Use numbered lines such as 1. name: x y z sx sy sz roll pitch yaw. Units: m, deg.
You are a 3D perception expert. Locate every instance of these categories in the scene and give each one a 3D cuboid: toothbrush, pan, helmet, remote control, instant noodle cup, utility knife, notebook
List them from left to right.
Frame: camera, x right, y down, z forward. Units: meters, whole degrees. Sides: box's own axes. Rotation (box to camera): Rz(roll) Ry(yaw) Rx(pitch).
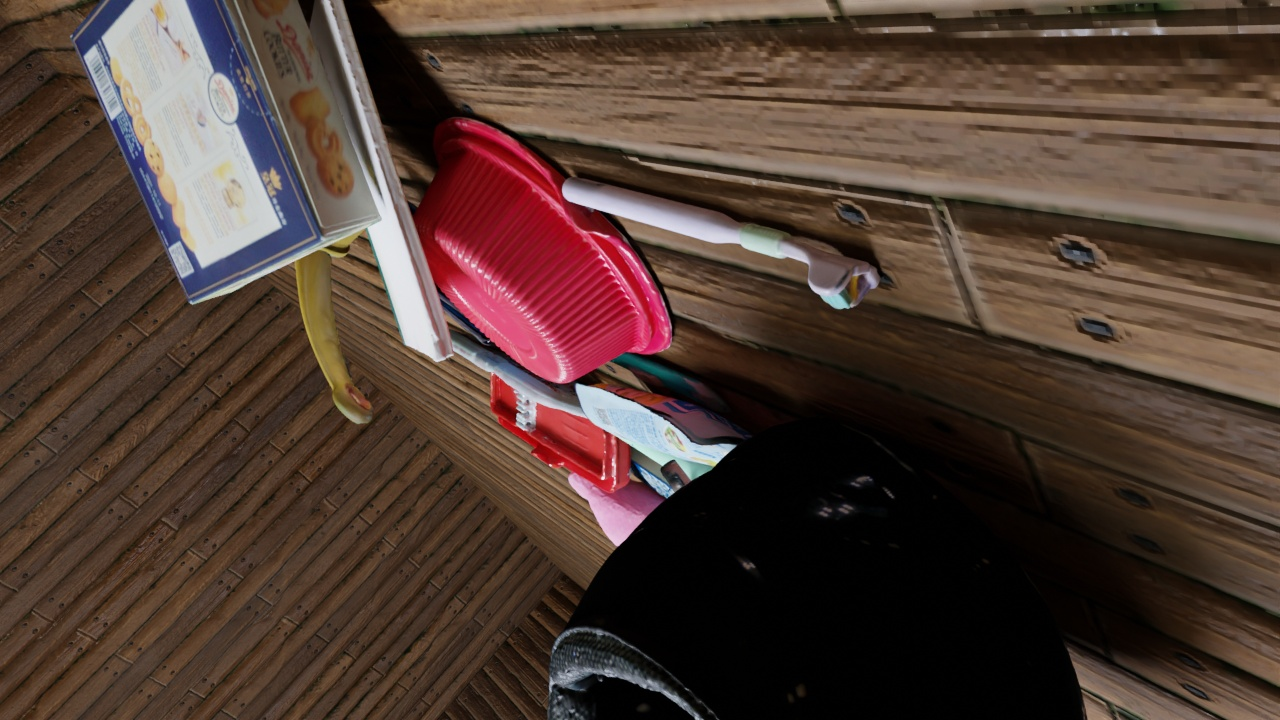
1. pan: -0.263 -0.101 0.689 0.357 0.078 0.197 49 -176 28
2. notebook: -0.163 -0.104 0.557 0.150 0.012 0.209 11 119 67
3. instant noodle cup: -0.073 -0.053 0.557 0.194 0.065 0.194 38 163 14
4. utility knife: -0.004 0.004 0.631 0.180 0.013 0.029 23 160 49
5. remote control: 0.015 0.102 0.825 0.049 0.024 0.125 52 165 -32
6. toothbrush: 0.022 -0.058 0.401 0.189 0.029 0.021 28 119 46
7. toothbrush: 0.053 0.088 0.695 0.225 0.026 0.027 29 139 39
8. helmet: 0.093 0.167 0.442 0.274 0.229 0.234 42 160 -29

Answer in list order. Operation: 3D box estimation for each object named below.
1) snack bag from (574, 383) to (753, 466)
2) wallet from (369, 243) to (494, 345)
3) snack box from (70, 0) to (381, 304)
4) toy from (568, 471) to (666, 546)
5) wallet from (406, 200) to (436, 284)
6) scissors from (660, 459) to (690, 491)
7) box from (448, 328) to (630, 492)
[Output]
1. snack bag: 0.034 0.049 0.592 0.110 0.038 0.191 34 170 -26
2. wallet: -0.186 -0.064 0.821 0.096 0.020 0.122 38 179 -40
3. snack box: -0.248 -0.139 0.539 0.183 0.045 0.178 -11 103 41
4. toy: 0.033 0.170 0.872 0.195 0.074 0.178 25 169 39
5. wallet: -0.139 -0.068 0.717 0.106 0.040 0.133 37 171 16
6. scissors: 0.070 0.146 0.697 0.207 0.015 0.192 54 178 -17
7. box: -0.094 0.034 0.844 0.201 0.073 0.155 25 152 47
